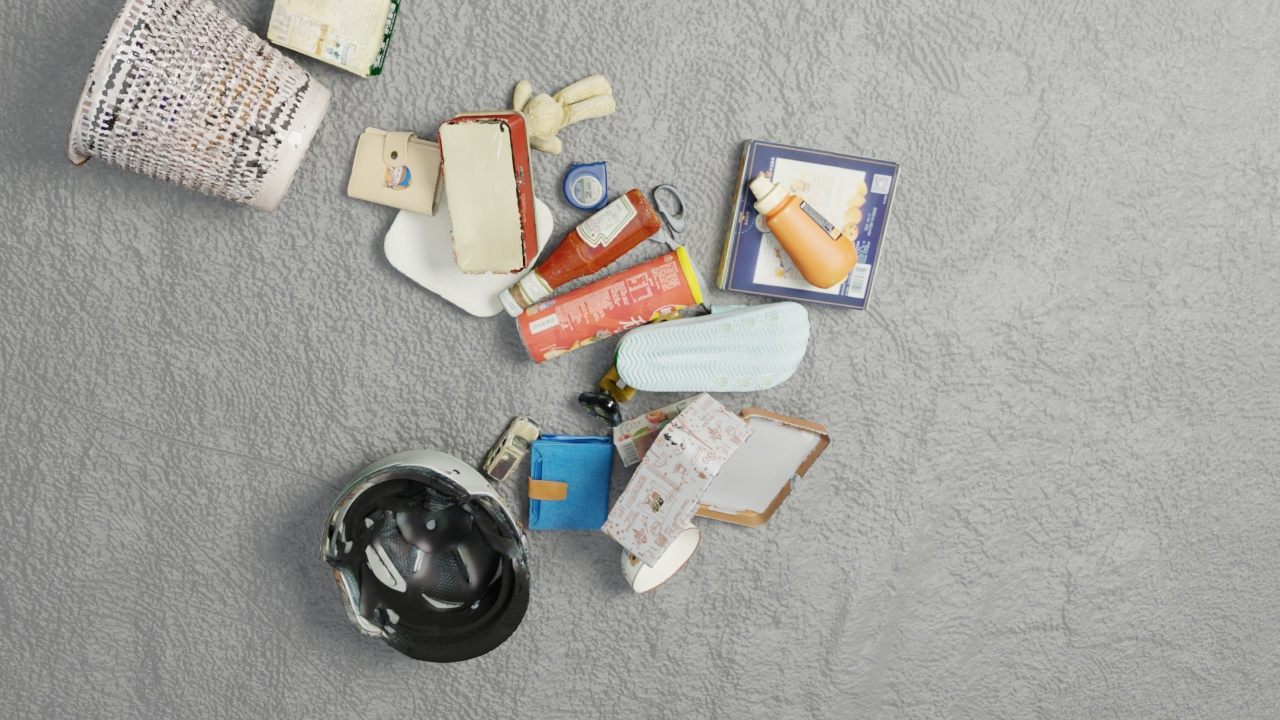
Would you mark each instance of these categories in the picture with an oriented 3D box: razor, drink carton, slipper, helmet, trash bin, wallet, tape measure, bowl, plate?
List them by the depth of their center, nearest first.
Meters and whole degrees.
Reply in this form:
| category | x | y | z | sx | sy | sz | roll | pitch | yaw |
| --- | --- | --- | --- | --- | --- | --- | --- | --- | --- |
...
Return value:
| category | x | y | z | sx | sy | sz | roll | pitch | yaw |
| --- | --- | --- | --- | --- | --- | --- | --- | --- | --- |
| trash bin | -0.442 | -0.261 | 0.952 | 0.192 | 0.227 | 0.228 | 26 | 104 | -23 |
| wallet | -0.274 | -0.216 | 1.037 | 0.115 | 0.024 | 0.087 | 16 | 95 | 20 |
| tape measure | -0.063 | -0.204 | 1.073 | 0.054 | 0.025 | 0.058 | -2 | 103 | 0 |
| plate | -0.200 | -0.149 | 1.078 | 0.163 | 0.034 | 0.164 | 32 | 103 | -12 |
| slipper | 0.086 | -0.016 | 1.101 | 0.245 | 0.074 | 0.104 | -7 | 109 | -11 |
| razor | -0.007 | 0.007 | 1.124 | 0.062 | 0.067 | 0.167 | 37 | 95 | -8 |
| helmet | -0.257 | 0.220 | 1.127 | 0.230 | 0.156 | 0.274 | -28 | 117 | 3 |
| drink carton | 0.029 | 0.089 | 1.154 | 0.122 | 0.053 | 0.045 | -21 | 109 | 4 |
| wallet | -0.091 | 0.157 | 1.171 | 0.106 | 0.040 | 0.133 | 2 | 115 | -7 |
| bowl | 0.016 | 0.239 | 1.184 | 0.062 | 0.113 | 0.113 | 43 | 104 | 30 |

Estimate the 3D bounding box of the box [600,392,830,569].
| category | x | y | z | sx | sy | sz | roll | pitch | yaw |
| --- | --- | --- | --- | --- | --- | --- | --- | --- | --- |
| box | 0.088 | 0.137 | 1.104 | 0.273 | 0.126 | 0.179 | -4 | 135 | -43 |

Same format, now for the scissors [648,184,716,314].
| category | x | y | z | sx | sy | sz | roll | pitch | yaw |
| --- | --- | --- | --- | --- | --- | --- | --- | --- | --- |
| scissors | 0.057 | -0.134 | 1.107 | 0.174 | 0.014 | 0.136 | 25 | 105 | -10 |

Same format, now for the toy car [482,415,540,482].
| category | x | y | z | sx | sy | sz | roll | pitch | yaw |
| --- | --- | --- | --- | --- | --- | --- | --- | --- | --- |
| toy car | -0.161 | 0.112 | 1.161 | 0.042 | 0.035 | 0.090 | 34 | 100 | -14 |

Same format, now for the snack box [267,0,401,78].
| category | x | y | z | sx | sy | sz | roll | pitch | yaw |
| --- | --- | --- | --- | --- | --- | --- | --- | --- | --- |
| snack box | -0.304 | -0.434 | 0.970 | 0.114 | 0.063 | 0.240 | 18 | 105 | -9 |

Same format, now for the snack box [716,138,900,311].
| category | x | y | z | sx | sy | sz | roll | pitch | yaw |
| --- | --- | --- | --- | --- | --- | --- | --- | --- | --- |
| snack box | 0.197 | -0.160 | 1.090 | 0.182 | 0.045 | 0.178 | 8 | 107 | -6 |

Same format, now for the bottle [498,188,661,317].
| category | x | y | z | sx | sy | sz | roll | pitch | yaw |
| --- | --- | --- | --- | --- | --- | --- | --- | --- | --- |
| bottle | -0.073 | -0.120 | 1.062 | 0.206 | 0.059 | 0.060 | -34 | 106 | 5 |

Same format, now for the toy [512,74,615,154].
| category | x | y | z | sx | sy | sz | roll | pitch | yaw |
| --- | --- | --- | --- | --- | --- | --- | --- | --- | --- |
| toy | -0.103 | -0.273 | 1.037 | 0.157 | 0.066 | 0.105 | -25 | 74 | 1 |

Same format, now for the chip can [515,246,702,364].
| category | x | y | z | sx | sy | sz | roll | pitch | yaw |
| --- | --- | --- | --- | --- | --- | --- | --- | --- | --- |
| chip can | -0.037 | -0.064 | 1.088 | 0.217 | 0.073 | 0.073 | -21 | 107 | 6 |

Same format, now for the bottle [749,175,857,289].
| category | x | y | z | sx | sy | sz | roll | pitch | yaw |
| --- | --- | --- | --- | --- | --- | --- | --- | --- | --- |
| bottle | 0.178 | -0.150 | 1.038 | 0.067 | 0.066 | 0.149 | -43 | 98 | 9 |

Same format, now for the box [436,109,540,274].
| category | x | y | z | sx | sy | sz | roll | pitch | yaw |
| --- | --- | --- | --- | --- | --- | --- | --- | --- | --- |
| box | -0.167 | -0.179 | 0.995 | 0.091 | 0.079 | 0.168 | 1 | 113 | 10 |
